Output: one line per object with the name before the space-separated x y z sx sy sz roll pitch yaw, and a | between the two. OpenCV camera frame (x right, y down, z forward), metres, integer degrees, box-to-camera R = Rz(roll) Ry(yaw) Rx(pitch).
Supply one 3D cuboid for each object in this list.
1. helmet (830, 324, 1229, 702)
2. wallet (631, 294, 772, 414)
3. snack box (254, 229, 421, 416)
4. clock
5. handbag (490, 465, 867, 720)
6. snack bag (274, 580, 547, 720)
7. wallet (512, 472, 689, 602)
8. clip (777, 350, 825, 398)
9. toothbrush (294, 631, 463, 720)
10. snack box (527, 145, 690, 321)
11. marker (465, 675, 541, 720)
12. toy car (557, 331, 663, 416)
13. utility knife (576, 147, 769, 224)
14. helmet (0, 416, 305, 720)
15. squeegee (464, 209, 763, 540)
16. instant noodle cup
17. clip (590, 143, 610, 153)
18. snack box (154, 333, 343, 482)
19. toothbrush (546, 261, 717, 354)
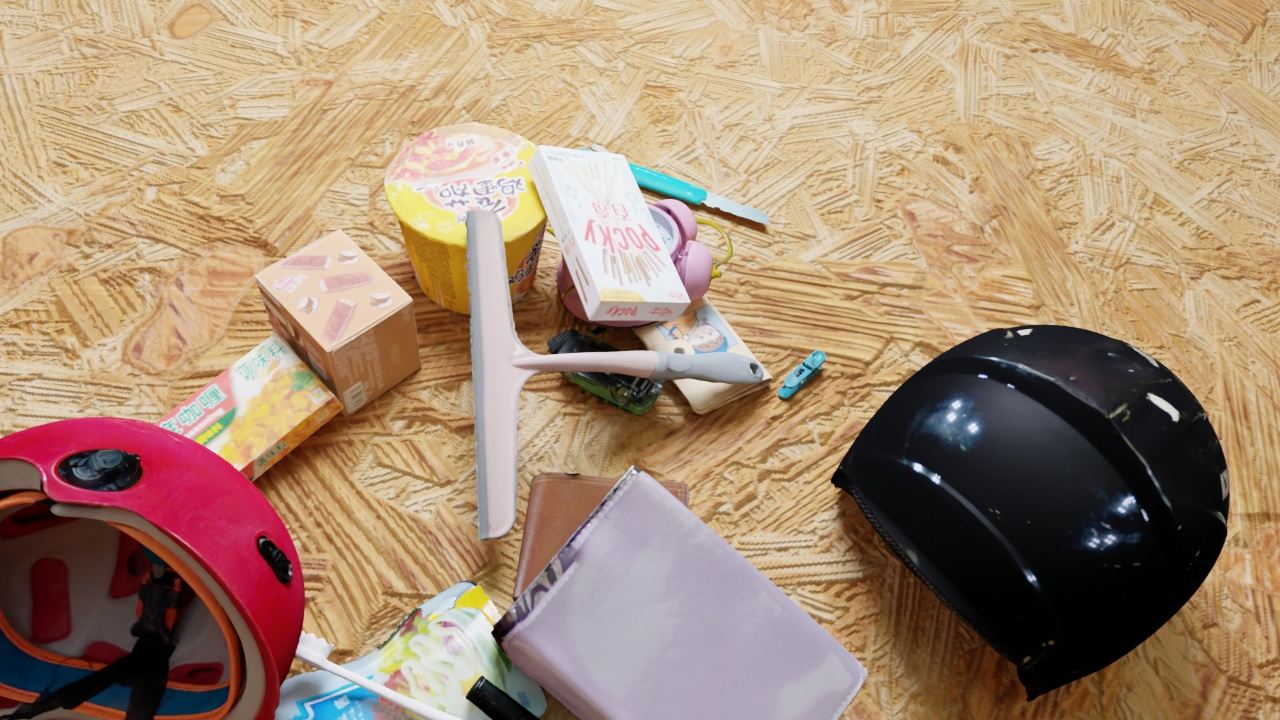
helmet | 0.284 0.085 0.646 0.273 0.231 0.233 -19 60 -43
wallet | 0.047 -0.009 0.790 0.087 0.024 0.115 -21 62 -27
snack box | -0.233 -0.029 0.719 0.094 0.093 0.076 41 60 19
clock | 0.002 -0.090 0.802 0.158 0.060 0.117 -9 46 -8
handbag | 0.021 0.187 0.588 0.197 0.099 0.144 41 69 7
snack bag | -0.164 0.229 0.585 0.190 0.039 0.110 -28 75 -24
wallet | -0.026 0.135 0.674 0.124 0.032 0.101 5 57 -4
clip | 0.139 0.012 0.790 0.014 0.043 0.056 42 57 19
toothbrush | -0.134 0.213 0.569 0.180 0.016 0.016 24 58 3
snack box | -0.026 -0.101 0.722 0.084 0.027 0.156 -2 57 -37
marker | -0.053 0.244 0.577 0.132 0.022 0.020 39 42 -1
toy car | -0.026 0.013 0.755 0.091 0.036 0.043 29 57 11
utility knife | 0.025 -0.171 0.905 0.216 0.013 0.029 20 53 9
helmet | -0.297 0.123 0.546 0.240 0.207 0.143 7 29 6
squeegee | -0.004 0.004 0.703 0.249 0.040 0.247 2 74 -26
instant noodle cup | -0.141 -0.114 0.782 0.138 0.110 0.137 4 55 -5
clip | -0.032 -0.153 0.880 0.103 0.093 0.034 52 56 -16
snack box | -0.305 0.056 0.673 0.077 0.027 0.155 41 71 19
toothbrush | -0.004 -0.050 0.817 0.188 0.014 0.018 -29 52 -26
